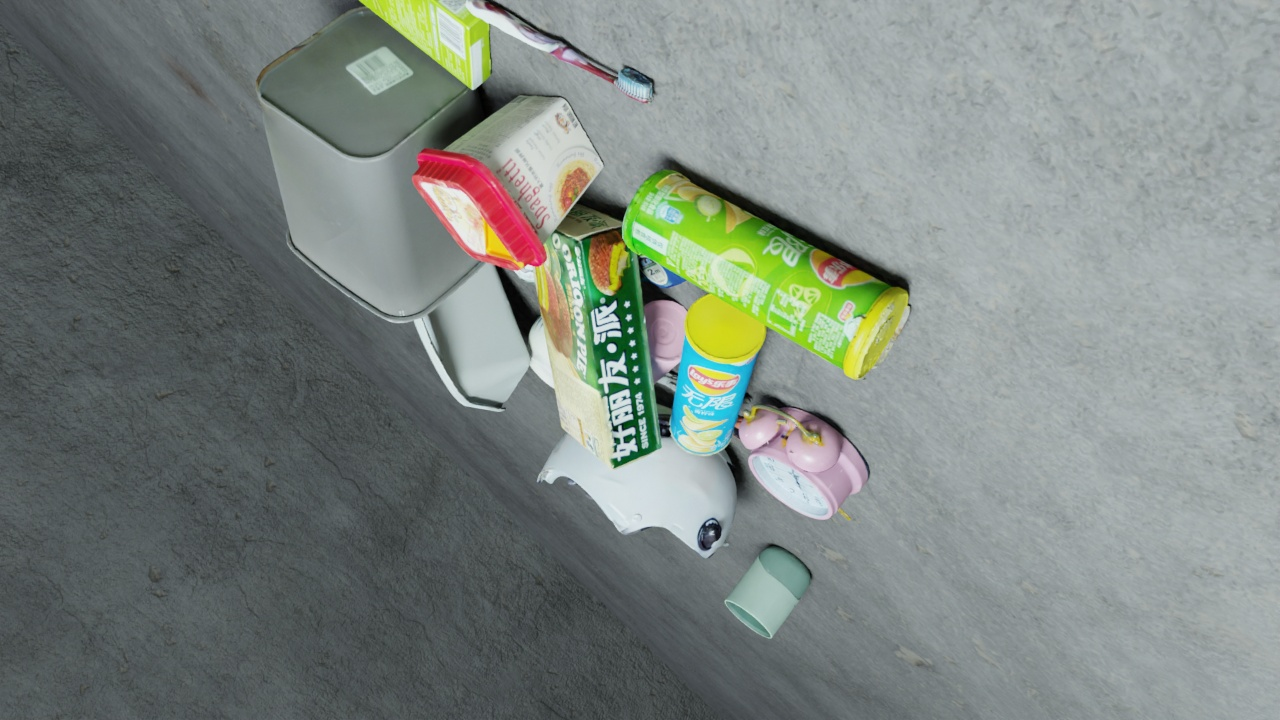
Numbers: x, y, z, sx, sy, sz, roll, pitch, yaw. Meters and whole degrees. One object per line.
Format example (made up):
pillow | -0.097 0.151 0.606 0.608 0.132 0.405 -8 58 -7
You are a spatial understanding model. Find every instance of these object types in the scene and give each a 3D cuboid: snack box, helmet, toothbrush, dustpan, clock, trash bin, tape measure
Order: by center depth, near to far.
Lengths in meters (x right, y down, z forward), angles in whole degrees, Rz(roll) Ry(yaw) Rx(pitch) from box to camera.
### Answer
toothbrush | -0.064 -0.239 0.691 0.187 0.016 0.017 34 152 21
snack box | -0.193 -0.305 0.776 0.156 0.026 0.086 39 161 8
tape measure | 0.019 -0.091 0.834 0.054 0.025 0.058 49 156 -14
snack box | -0.046 -0.024 0.889 0.114 0.063 0.240 32 136 54
trash bin | -0.247 -0.195 0.897 0.199 0.198 0.220 34 153 15
clock | 0.158 0.095 0.918 0.117 0.059 0.158 21 151 44
helmet | 0.017 0.129 1.123 0.258 0.146 0.229 23 178 -36
dustpan | -0.249 -0.036 1.203 0.258 0.142 0.222 -29 81 63

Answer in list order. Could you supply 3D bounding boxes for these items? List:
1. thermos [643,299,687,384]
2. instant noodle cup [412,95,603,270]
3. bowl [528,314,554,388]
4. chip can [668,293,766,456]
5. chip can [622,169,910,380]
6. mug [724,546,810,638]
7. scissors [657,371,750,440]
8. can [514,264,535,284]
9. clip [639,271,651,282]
thermos | -0.006 0.006 0.983 0.067 0.087 0.199 27 157 -8
instant noodle cup | -0.108 -0.157 0.783 0.117 0.124 0.116 21 153 47
bowl | -0.103 -0.004 1.194 0.116 0.066 0.117 37 160 15
chip can | 0.070 0.020 0.882 0.071 0.071 0.211 36 156 16
chip can | 0.086 -0.069 0.683 0.221 0.072 0.073 33 159 24
mug | 0.179 0.327 1.308 0.082 0.106 0.112 42 161 -3
scissors | 0.056 0.030 1.044 0.197 0.015 0.214 44 162 -7
can | -0.116 -0.140 0.937 0.058 0.058 0.147 34 159 20
clip | 0.006 -0.087 0.888 0.055 0.013 0.034 27 157 42
